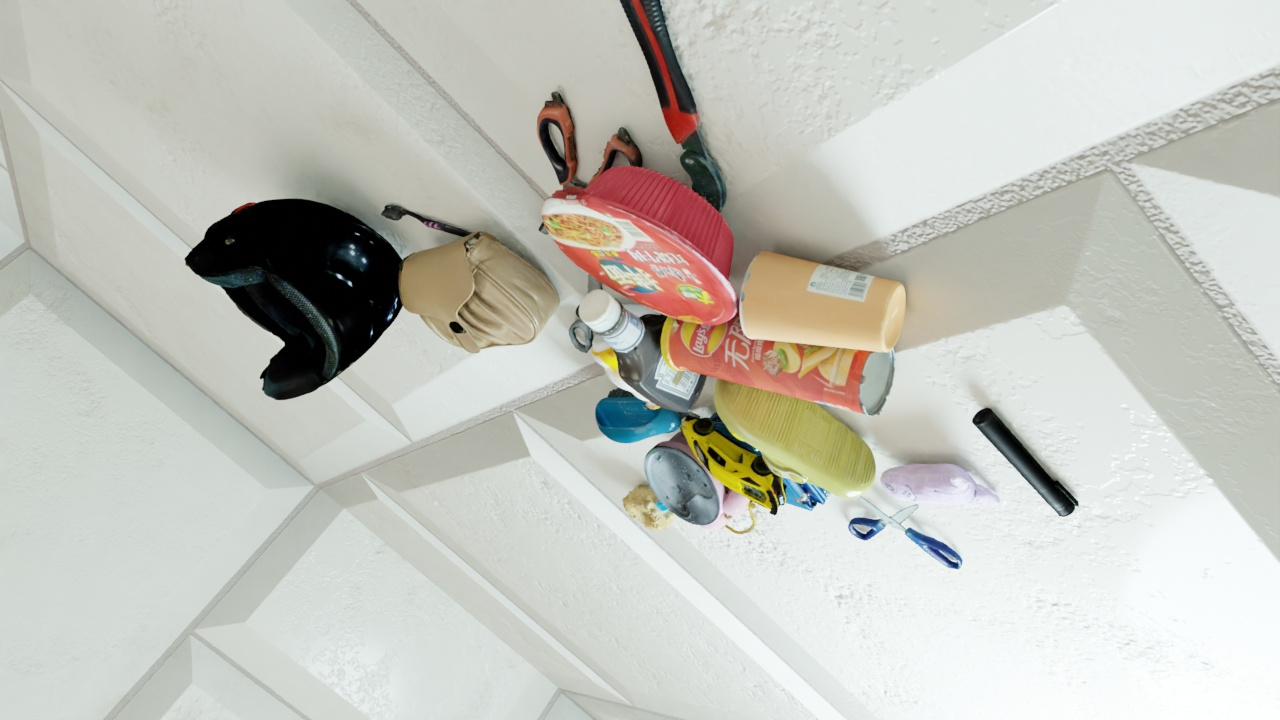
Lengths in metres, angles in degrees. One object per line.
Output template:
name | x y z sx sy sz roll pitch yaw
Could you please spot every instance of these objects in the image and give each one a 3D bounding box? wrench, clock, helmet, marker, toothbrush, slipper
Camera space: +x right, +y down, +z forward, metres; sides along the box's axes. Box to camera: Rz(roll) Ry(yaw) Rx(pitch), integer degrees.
wrench | 0.021 -0.215 0.726 0.056 0.016 0.274 16 146 33
clock | 0.080 0.154 1.134 0.158 0.059 0.117 48 143 7
helmet | -0.447 -0.099 1.202 0.275 0.229 0.234 28 143 36
marker | 0.344 0.092 0.818 0.132 0.020 0.022 44 134 -14
toothbrush | -0.241 -0.159 1.101 0.189 0.017 0.014 20 149 26
slipper | 0.149 0.083 0.941 0.190 0.091 0.082 33 138 -3
marker | -0.017 -0.052 0.998 0.131 0.018 0.022 4 161 38

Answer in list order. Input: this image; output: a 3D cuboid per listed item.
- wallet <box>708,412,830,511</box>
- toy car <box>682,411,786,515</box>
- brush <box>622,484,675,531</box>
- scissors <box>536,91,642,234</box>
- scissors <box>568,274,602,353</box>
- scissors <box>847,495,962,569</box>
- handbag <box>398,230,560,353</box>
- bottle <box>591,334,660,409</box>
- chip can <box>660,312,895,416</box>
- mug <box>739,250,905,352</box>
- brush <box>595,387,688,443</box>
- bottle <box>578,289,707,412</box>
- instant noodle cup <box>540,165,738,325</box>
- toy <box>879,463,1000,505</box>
wallet | 0.146 0.112 1.051 0.133 0.040 0.106 50 157 -21
toy car | 0.102 0.115 1.030 0.156 0.041 0.071 34 157 32
brush | 0.046 0.187 1.279 0.083 0.045 0.255 43 148 -2
scissors | -0.065 -0.173 0.887 0.196 0.015 0.216 11 143 39
scissors | -0.044 -0.051 1.051 0.136 0.014 0.175 46 148 -14
scissors | 0.279 0.184 1.018 0.173 0.012 0.163 36 158 -13
handbag | -0.199 -0.074 1.092 0.205 0.099 0.148 -6 135 49
bottle | -0.006 0.006 1.034 0.063 0.063 0.108 -2 133 50
chip can | 0.126 -0.005 0.865 0.217 0.073 0.073 13 144 34
mug | 0.154 -0.047 0.772 0.123 0.078 0.078 12 143 30
brush | -0.006 0.069 1.118 0.144 0.073 0.055 -2 128 50
bottle | 0.004 -0.012 0.930 0.044 0.079 0.195 13 164 37
instant noodle cup | 0.010 -0.109 0.813 0.194 0.065 0.194 27 166 7
toy | 0.289 0.123 0.907 0.083 0.038 0.108 29 157 -32
